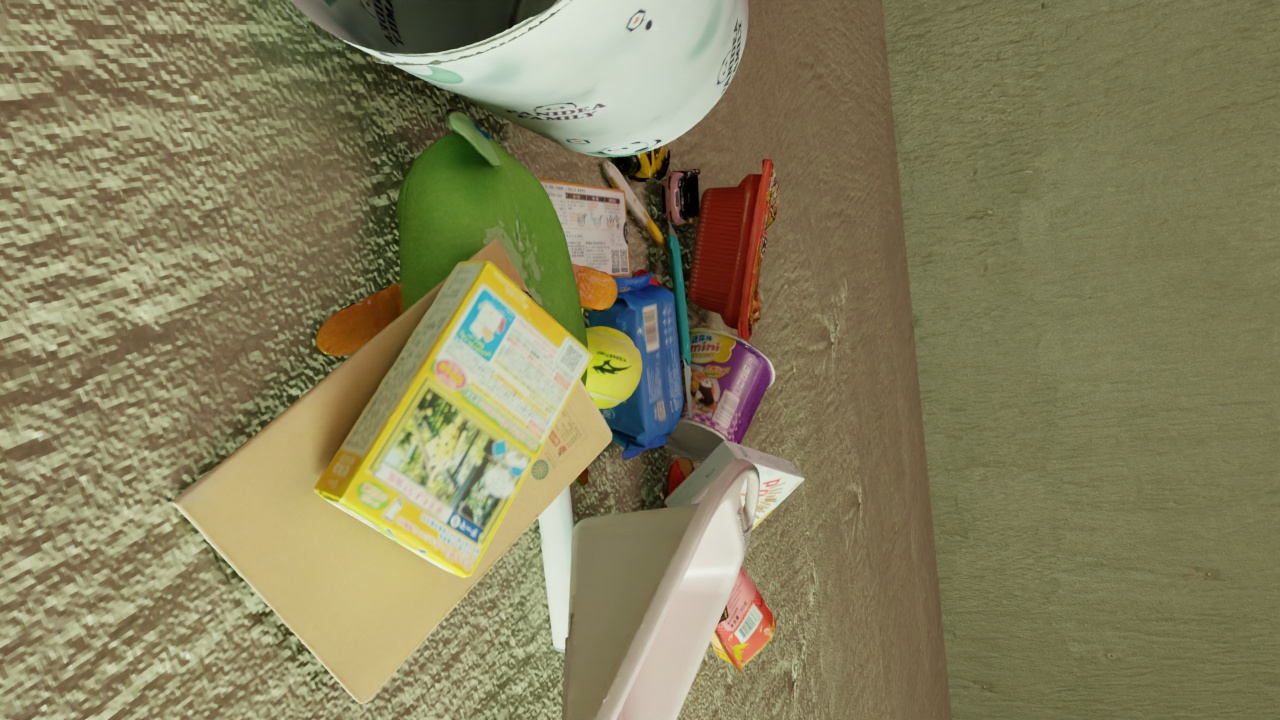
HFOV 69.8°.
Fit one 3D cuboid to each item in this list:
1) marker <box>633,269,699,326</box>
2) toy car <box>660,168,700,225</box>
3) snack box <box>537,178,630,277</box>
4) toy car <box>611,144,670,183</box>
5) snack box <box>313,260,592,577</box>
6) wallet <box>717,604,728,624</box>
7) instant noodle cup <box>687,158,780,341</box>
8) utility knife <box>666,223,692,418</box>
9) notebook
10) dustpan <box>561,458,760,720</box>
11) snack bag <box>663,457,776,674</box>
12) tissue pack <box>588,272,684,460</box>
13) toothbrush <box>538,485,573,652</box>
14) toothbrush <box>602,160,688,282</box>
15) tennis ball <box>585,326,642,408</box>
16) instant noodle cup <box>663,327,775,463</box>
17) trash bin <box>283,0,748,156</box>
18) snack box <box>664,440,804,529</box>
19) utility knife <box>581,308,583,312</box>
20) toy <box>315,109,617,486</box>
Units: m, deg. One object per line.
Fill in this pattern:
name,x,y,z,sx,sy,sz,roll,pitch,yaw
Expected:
marker,0.029,-0.061,0.924,0.145,0.017,0.017,31,59,-62
toy car,0.042,-0.170,0.946,0.122,0.037,0.056,-52,141,-73
snack box,-0.051,-0.102,0.736,0.153,0.026,0.075,-15,101,-65
toy car,-0.012,-0.234,0.825,0.071,0.041,0.156,-65,143,-47
snack box,-0.090,0.029,0.471,0.087,0.034,0.140,42,64,-36
wallet,0.031,0.200,0.830,0.096,0.020,0.122,-20,111,-23
instant noodle cup,0.098,-0.110,0.962,0.164,0.079,0.189,6,92,-82
utility knife,0.038,-0.038,0.867,0.029,0.013,0.205,52,29,-60
notebook,-0.110,0.054,0.483,0.207,0.008,0.148,-46,122,-29
dustpan,0.030,0.212,0.681,0.223,0.139,0.273,70,16,-63
snack bag,0.070,0.212,0.932,0.208,0.073,0.128,62,27,-29
tissue pack,-0.005,0.005,0.795,0.094,0.052,0.157,-19,105,-64
toothbrush,-0.064,0.106,0.679,0.027,0.026,0.221,-155,-121,-77
toothbrush,0.005,-0.129,0.883,0.191,0.018,0.016,48,41,-51
tennis ball,-0.032,0.006,0.718,0.065,0.066,0.065,-3,90,-66
instant noodle cup,0.065,0.040,0.894,0.111,0.112,0.099,58,46,-48
trash bin,-0.051,-0.241,0.532,0.251,0.230,0.229,7,80,-71
snack box,0.094,0.125,0.890,0.156,0.085,0.027,23,23,-55
utility knife,-0.057,0.012,0.665,0.031,0.018,0.164,50,37,-54
toy,-0.090,-0.023,0.561,0.226,0.090,0.247,-16,101,-50
